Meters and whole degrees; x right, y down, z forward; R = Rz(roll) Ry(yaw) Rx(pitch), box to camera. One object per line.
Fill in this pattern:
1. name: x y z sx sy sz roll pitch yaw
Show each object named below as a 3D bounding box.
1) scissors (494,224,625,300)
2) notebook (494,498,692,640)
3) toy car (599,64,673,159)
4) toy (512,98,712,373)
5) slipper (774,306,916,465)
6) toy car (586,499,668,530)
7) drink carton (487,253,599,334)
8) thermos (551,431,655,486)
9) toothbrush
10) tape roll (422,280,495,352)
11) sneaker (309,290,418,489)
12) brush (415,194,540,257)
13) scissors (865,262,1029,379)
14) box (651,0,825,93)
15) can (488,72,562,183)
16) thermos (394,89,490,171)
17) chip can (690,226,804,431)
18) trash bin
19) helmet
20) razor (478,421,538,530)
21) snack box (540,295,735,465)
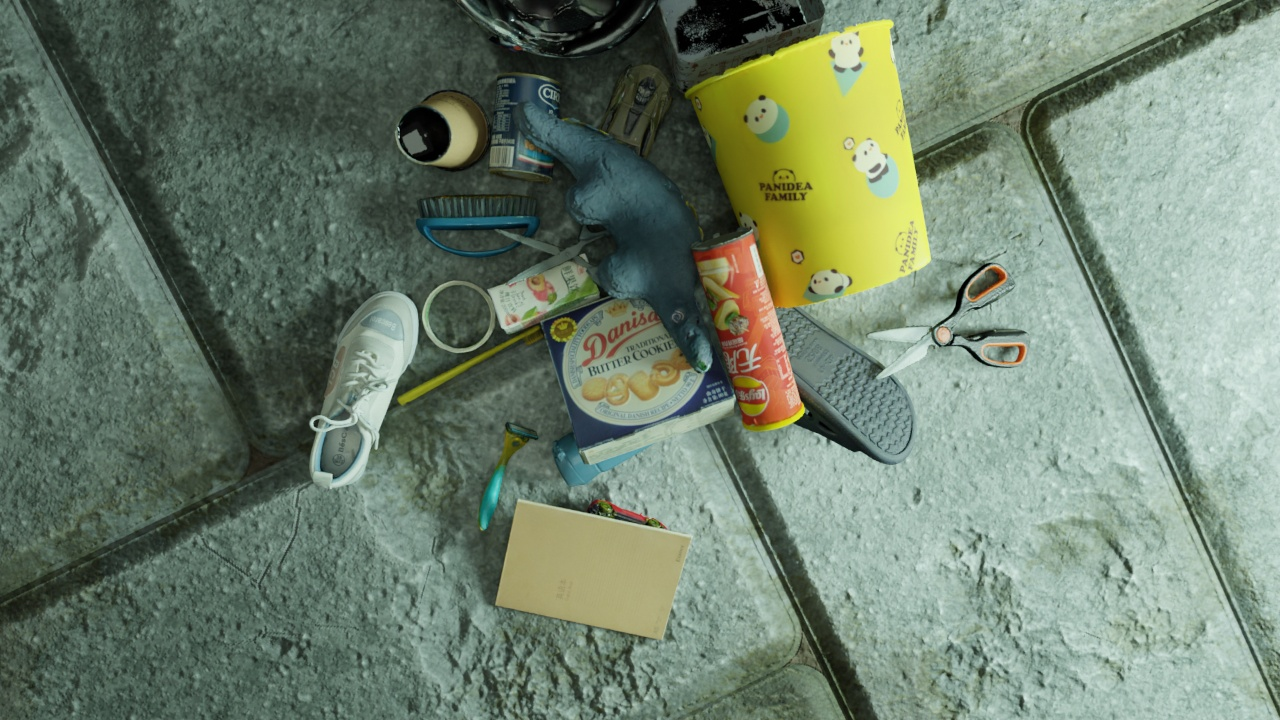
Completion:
1. scissors: -0.079 -0.118 1.049 0.159 0.014 0.180 44 57 5
2. notebook: -0.058 0.253 1.101 0.211 0.012 0.150 13 109 -3
3. toy car: -0.014 -0.269 1.078 0.070 0.042 0.158 21 95 -3
4. toy: -0.003 -0.150 1.024 0.137 0.092 0.356 -31 88 -39
5. slipper: 0.208 0.023 1.087 0.268 0.083 0.110 42 59 10
6. toy car: -0.017 0.203 1.105 0.106 0.031 0.049 20 109 -5
7. drink carton: -0.112 -0.078 1.080 0.122 0.045 0.053 -21 81 -3
8. thermos: -0.003 0.074 1.086 0.220 0.070 0.070 -31 94 0
9. toothbrush: -0.203 0.007 1.096 0.190 0.015 0.016 -27 100 -1
10. tape roll: -0.216 -0.052 1.093 0.086 0.014 0.086 0 93 -3
11. sneaker: -0.327 0.033 1.055 0.089 0.091 0.242 19 91 -5
12. brush: -0.189 -0.157 1.067 0.144 0.055 0.073 -1 92 -3
13. scissors: 0.369 -0.044 1.092 0.224 0.022 0.204 18 82 -16
14. box: 0.087 -0.459 1.052 0.177 0.082 0.260 -19 81 -2
15. can: -0.133 -0.265 1.054 0.075 0.075 0.111 6 93 -3
16. thermos: -0.223 -0.255 1.024 0.093 0.143 0.093 1 105 3
17. chip can: 0.117 -0.032 0.996 0.073 0.073 0.217 -18 106 -2
18. trash bin: 0.195 -0.206 1.006 0.229 0.229 0.255 -19 99 -2
19. helmet: -0.113 -0.444 1.006 0.274 0.157 0.230 34 89 -11
20. razor: -0.167 0.140 1.099 0.043 0.028 0.132 22 89 -35
21. snack box: -0.006 0.006 1.047 0.178 0.046 0.182 -20 62 -1
